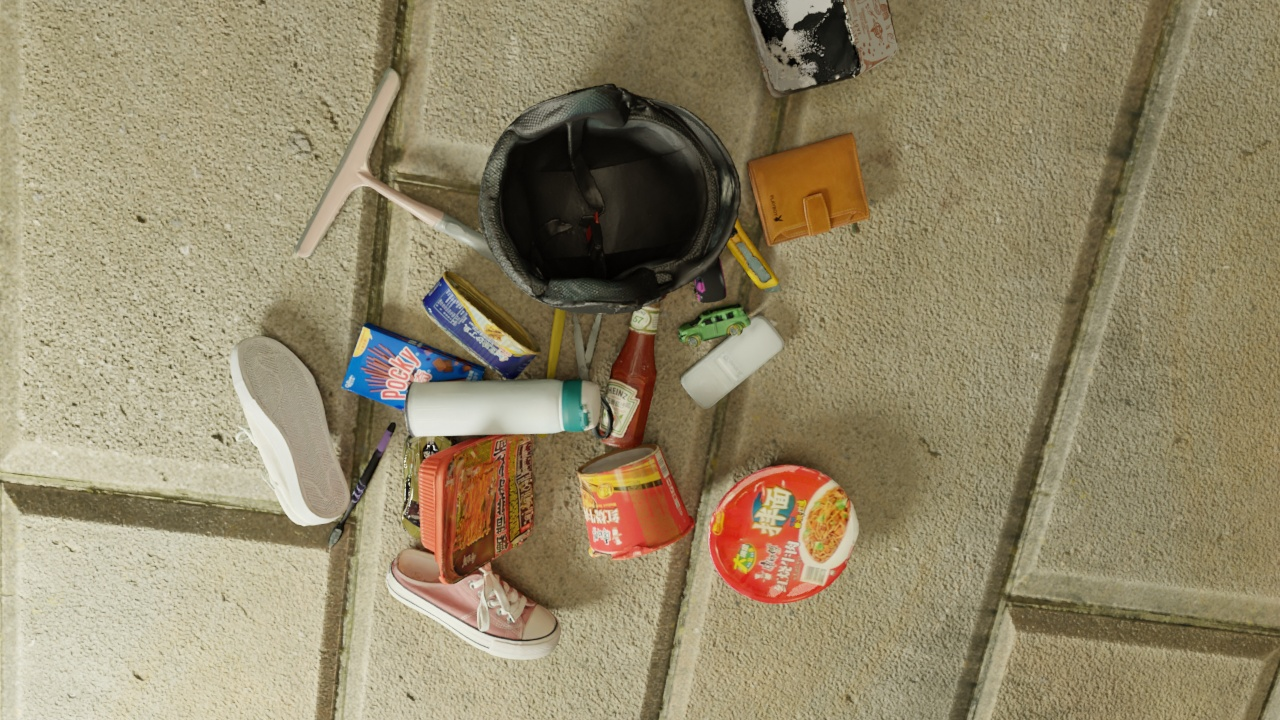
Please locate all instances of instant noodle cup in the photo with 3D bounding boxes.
[{"bbox_3d":[0.180,0.217,1.196,0.194,0.065,0.194,-1,104,-3],"label":"instant noodle cup"},{"bbox_3d":[-0.011,0.171,1.143,0.138,0.138,0.108,-16,96,0],"label":"instant noodle cup"},{"bbox_3d":[-0.205,0.167,1.118,0.079,0.188,0.164,9,105,26],"label":"instant noodle cup"}]

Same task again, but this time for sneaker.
[{"bbox_3d":[-0.435,0.089,1.119,0.091,0.089,0.242,-23,90,43],"label":"sneaker"},{"bbox_3d":[-0.205,0.299,1.174,0.241,0.118,0.088,27,121,-5],"label":"sneaker"}]

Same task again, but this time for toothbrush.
[{"bbox_3d":[-0.356,0.160,1.170,0.014,0.016,0.189,28,99,-10],"label":"toothbrush"},{"bbox_3d":[-0.112,0.005,1.145,0.015,0.017,0.190,0,105,-40],"label":"toothbrush"}]

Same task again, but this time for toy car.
[{"bbox_3d":[-0.267,0.160,1.164,0.070,0.042,0.158,4,107,-4],"label":"toy car"},{"bbox_3d":[0.090,-0.044,1.133,0.091,0.043,0.036,-19,108,-1],"label":"toy car"}]

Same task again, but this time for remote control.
[{"bbox_3d":[0.115,0.002,1.158,0.136,0.020,0.056,-40,105,6],"label":"remote control"}]

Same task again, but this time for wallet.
[{"bbox_3d":[0.205,-0.199,1.109,0.130,0.035,0.119,-16,99,1],"label":"wallet"}]

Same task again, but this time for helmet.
[{"bbox_3d":[-0.039,-0.170,0.998,0.274,0.230,0.233,-8,98,-10],"label":"helmet"}]

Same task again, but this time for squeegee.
[{"bbox_3d":[-0.245,-0.172,1.080,0.249,0.040,0.248,29,100,-11],"label":"squeegee"}]

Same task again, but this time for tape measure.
[{"bbox_3d":[0.081,-0.099,1.111,0.039,0.057,0.058,-11,90,4],"label":"tape measure"}]

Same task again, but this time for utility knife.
[{"bbox_3d":[0.123,-0.145,1.123,0.033,0.015,0.164,-37,104,9],"label":"utility knife"}]

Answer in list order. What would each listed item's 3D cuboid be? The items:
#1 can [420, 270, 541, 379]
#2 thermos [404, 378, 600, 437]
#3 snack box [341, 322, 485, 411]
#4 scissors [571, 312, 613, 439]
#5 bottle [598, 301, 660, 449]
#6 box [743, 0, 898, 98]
[{"bbox_3d":[-0.191,-0.041,1.099,0.148,0.074,0.049,41,102,-12],"label":"can"},{"bbox_3d":[-0.160,0.054,1.091,0.224,0.073,0.073,-2,105,3],"label":"thermos"},{"bbox_3d":[-0.279,0.021,1.133,0.157,0.026,0.085,21,103,-9],"label":"snack box"},{"bbox_3d":[-0.071,0.019,1.131,0.176,0.014,0.159,-47,69,29],"label":"scissors"},{"bbox_3d":[-0.007,0.007,1.130,0.060,0.059,0.206,10,104,-7],"label":"bottle"},{"bbox_3d":[0.214,-0.406,1.021,0.180,0.154,0.182,-32,112,-33],"label":"box"}]
